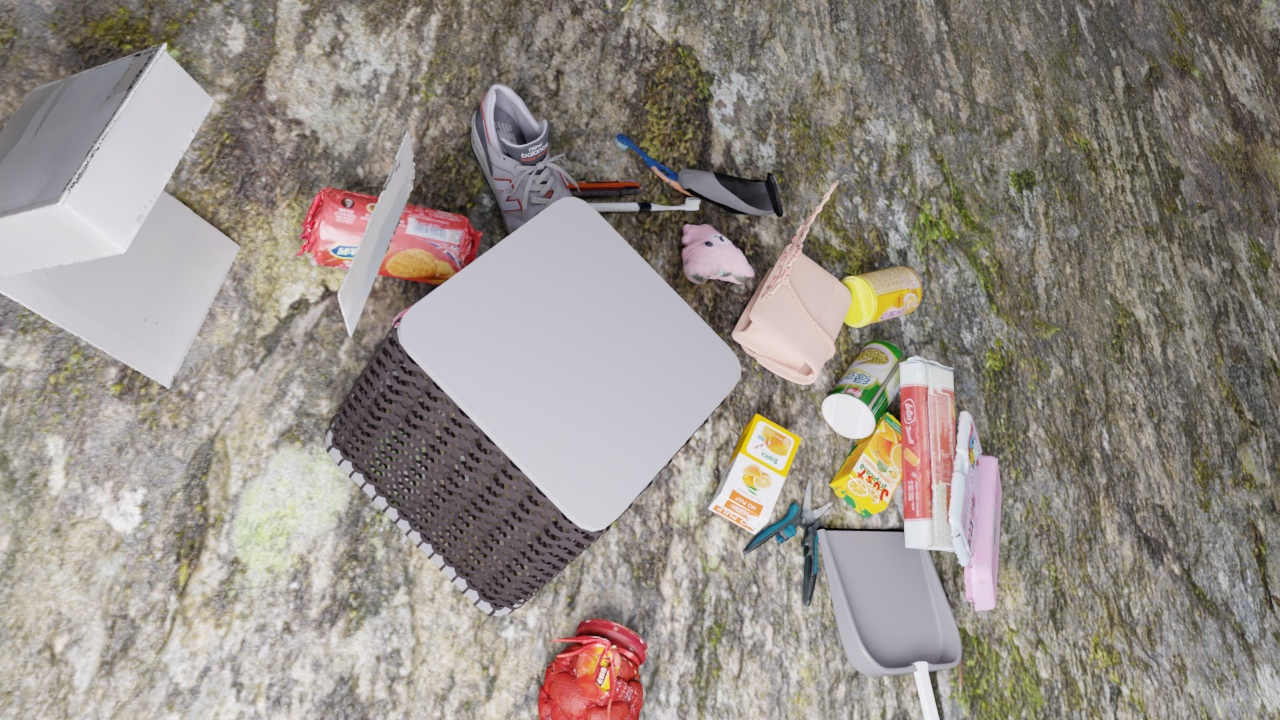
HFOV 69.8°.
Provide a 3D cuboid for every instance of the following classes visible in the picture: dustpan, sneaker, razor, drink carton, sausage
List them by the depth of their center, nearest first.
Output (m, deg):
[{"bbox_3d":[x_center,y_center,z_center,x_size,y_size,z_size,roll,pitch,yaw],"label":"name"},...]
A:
[{"bbox_3d":[-0.119,-0.198,0.992,0.088,0.124,0.239,-28,77,-17],"label":"sneaker"},{"bbox_3d":[0.289,0.307,1.004,0.163,0.033,0.257,7,63,-31],"label":"dustpan"},{"bbox_3d":[0.126,0.127,1.010,0.058,0.040,0.122,29,55,1],"label":"drink carton"},{"bbox_3d":[0.280,0.126,1.096,0.058,0.041,0.122,43,55,-2],"label":"drink carton"},{"bbox_3d":[-0.061,-0.206,1.101,0.155,0.020,0.020,-8,70,-30],"label":"sausage"},{"bbox_3d":[0.114,-0.217,1.173,0.156,0.060,0.057,0,50,-24],"label":"razor"}]

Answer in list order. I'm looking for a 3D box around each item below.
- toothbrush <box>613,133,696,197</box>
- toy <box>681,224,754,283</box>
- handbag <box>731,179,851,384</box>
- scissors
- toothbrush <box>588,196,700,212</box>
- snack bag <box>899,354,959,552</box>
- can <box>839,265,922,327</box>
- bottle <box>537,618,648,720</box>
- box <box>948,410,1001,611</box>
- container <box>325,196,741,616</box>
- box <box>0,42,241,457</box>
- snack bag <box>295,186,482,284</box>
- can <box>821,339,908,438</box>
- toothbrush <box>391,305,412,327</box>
[{"bbox_3d":[0.024,-0.245,1.168,0.135,0.017,0.021,33,59,-12],"label":"toothbrush"},{"bbox_3d":[0.084,-0.132,1.120,0.099,0.053,0.095,-2,54,-32],"label":"toy"},{"bbox_3d":[0.206,-0.075,1.069,0.116,0.188,0.198,34,50,0],"label":"handbag"},{"bbox_3d":[0.178,0.205,1.018,0.147,0.019,0.118,-20,76,-35],"label":"scissors"},{"bbox_3d":[-0.005,-0.191,1.123,0.186,0.017,0.012,-7,38,-30],"label":"toothbrush"},{"bbox_3d":[0.342,0.112,1.087,0.077,0.041,0.225,13,71,-39],"label":"snack bag"},{"bbox_3d":[0.312,-0.085,1.203,0.104,0.068,0.067,-14,73,-32],"label":"can"},{"bbox_3d":[-0.042,0.291,0.814,0.099,0.099,0.110,32,51,-10],"label":"bottle"},{"bbox_3d":[0.395,0.172,1.074,0.200,0.041,0.154,-62,140,-46],"label":"box"},{"bbox_3d":[-0.095,0.041,0.819,0.245,0.244,0.246,46,54,0],"label":"container"},{"bbox_3d":[-0.467,-0.076,0.820,0.164,0.447,0.166,17,58,-8],"label":"box"},{"bbox_3d":[-0.250,-0.125,0.927,0.176,0.083,0.082,9,62,-24],"label":"snack bag"},{"bbox_3d":[0.277,0.034,1.124,0.067,0.067,0.120,44,54,-1],"label":"can"},{"bbox_3d":[-0.199,-0.062,0.959,0.134,0.016,0.021,-28,87,-35],"label":"toothbrush"}]
